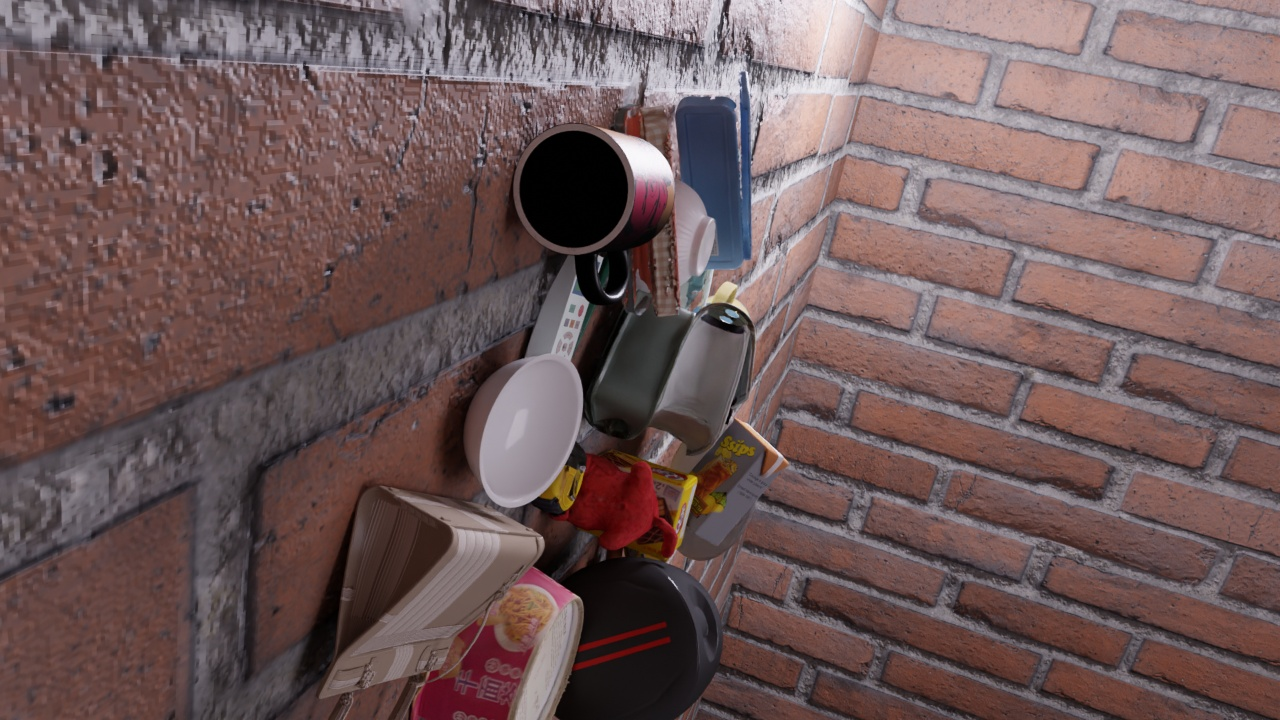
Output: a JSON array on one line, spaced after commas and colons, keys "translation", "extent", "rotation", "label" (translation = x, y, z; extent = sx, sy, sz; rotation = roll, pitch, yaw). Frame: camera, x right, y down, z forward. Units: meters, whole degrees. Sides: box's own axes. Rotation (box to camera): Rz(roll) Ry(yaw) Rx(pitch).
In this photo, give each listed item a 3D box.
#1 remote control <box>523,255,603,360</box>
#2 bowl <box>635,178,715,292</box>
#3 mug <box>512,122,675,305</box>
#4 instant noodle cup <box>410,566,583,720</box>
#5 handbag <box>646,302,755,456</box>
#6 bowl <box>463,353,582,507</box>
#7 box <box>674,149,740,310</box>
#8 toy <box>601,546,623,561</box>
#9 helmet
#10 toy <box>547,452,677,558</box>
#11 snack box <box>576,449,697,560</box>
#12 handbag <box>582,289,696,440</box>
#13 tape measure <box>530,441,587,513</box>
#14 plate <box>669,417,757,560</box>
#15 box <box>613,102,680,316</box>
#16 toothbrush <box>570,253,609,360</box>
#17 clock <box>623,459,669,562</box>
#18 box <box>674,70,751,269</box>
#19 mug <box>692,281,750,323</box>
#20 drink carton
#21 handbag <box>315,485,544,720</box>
[{"translation": [-0.068, -0.017, 0.700], "extent": [0.049, 0.024, 0.143], "rotation": [5, 103, -76], "label": "remote control"}, {"translation": [0.036, -0.118, 0.905], "extent": [0.118, 0.062, 0.118], "rotation": [18, 89, -76], "label": "bowl"}, {"translation": [-0.027, -0.096, 0.622], "extent": [0.098, 0.082, 0.118], "rotation": [-28, 115, -71], "label": "mug"}, {"translation": [-0.107, 0.246, 0.749], "extent": [0.178, 0.078, 0.178], "rotation": [18, 89, -76], "label": "instant noodle cup"}, {"translation": [0.064, 0.025, 1.017], "extent": [0.199, 0.096, 0.141], "rotation": [114, 0, -79], "label": "handbag"}, {"translation": [-0.089, 0.043, 0.638], "extent": [0.109, 0.041, 0.110], "rotation": [-36, 135, -47], "label": "bowl"}, {"translation": [0.075, -0.153, 1.071], "extent": [0.083, 0.066, 0.199], "rotation": [-95, -170, -54], "label": "box"}, {"translation": [-0.047, 0.283, 1.090], "extent": [0.095, 0.065, 0.127], "rotation": [34, 63, -79], "label": "toy"}, {"translation": [-0.023, 0.278, 0.891], "extent": [0.266, 0.169, 0.164], "rotation": [-36, -115, 50], "label": "helmet"}, {"translation": [-0.017, 0.136, 0.880], "extent": [0.088, 0.133, 0.094], "rotation": [-60, 175, -5], "label": "toy"}, {"translation": [-0.004, 0.151, 0.976], "extent": [0.061, 0.106, 0.084], "rotation": [-15, 120, -71], "label": "snack box"}, {"translation": [-0.005, 0.005, 0.875], "extent": [0.106, 0.067, 0.121], "rotation": [114, -1, -69], "label": "handbag"}, {"translation": [-0.070, 0.103, 0.803], "extent": [0.066, 0.037, 0.064], "rotation": [72, 37, -67], "label": "tape measure"}, {"translation": [0.096, 0.156, 1.102], "extent": [0.036, 0.174, 0.174], "rotation": [20, 86, -33], "label": "plate"}, {"translation": [0.000, -0.125, 0.779], "extent": [0.058, 0.062, 0.188], "rotation": [-86, 173, -62], "label": "box"}, {"translation": [-0.037, -0.067, 0.778], "extent": [0.017, 0.016, 0.189], "rotation": [84, 27, -63], "label": "toothbrush"}, {"translation": [0.009, 0.185, 1.110], "extent": [0.152, 0.052, 0.113], "rotation": [-129, -128, -73], "label": "clock"}, {"translation": [0.078, -0.192, 0.951], "extent": [0.209, 0.074, 0.077], "rotation": [82, 11, -46], "label": "box"}, {"translation": [0.093, -0.043, 1.170], "extent": [0.107, 0.083, 0.114], "rotation": [-41, 152, -58], "label": "mug"}, {"translation": [0.096, 0.134, 1.017], "extent": [0.125, 0.076, 0.048], "rotation": [-50, 132, 5], "label": "drink carton"}, {"translation": [-0.154, 0.185, 0.580], "extent": [0.198, 0.062, 0.175], "rotation": [-63, 165, -6], "label": "handbag"}]
